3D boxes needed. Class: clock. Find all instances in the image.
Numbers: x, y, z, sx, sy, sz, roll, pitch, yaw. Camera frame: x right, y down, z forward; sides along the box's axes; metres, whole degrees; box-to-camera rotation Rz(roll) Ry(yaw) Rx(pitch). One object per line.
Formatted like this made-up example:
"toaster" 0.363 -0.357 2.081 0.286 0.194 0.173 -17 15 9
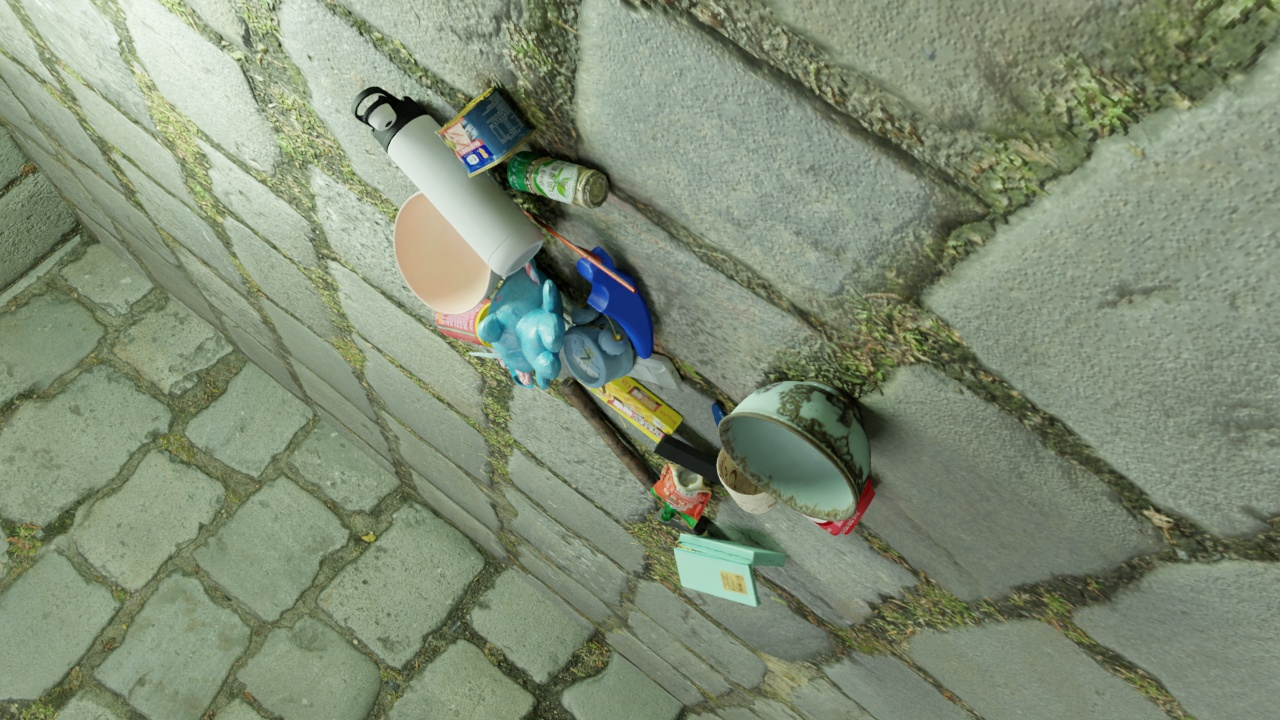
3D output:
"clock" -0.053 -0.020 1.120 0.089 0.051 0.125 41 142 26

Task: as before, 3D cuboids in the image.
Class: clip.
"clip" -0.220 -0.013 1.420 0.060 0.043 0.023 34 157 -22

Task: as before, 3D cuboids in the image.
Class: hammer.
"hammer" -0.024 0.151 1.426 0.330 0.033 0.120 52 155 -24

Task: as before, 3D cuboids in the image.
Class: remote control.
"remote control" -0.007 0.007 1.154 0.133 0.022 0.050 15 146 45
"remote control" 0.085 0.140 1.233 0.133 0.013 0.058 26 156 -2

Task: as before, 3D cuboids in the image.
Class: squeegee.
"squeegee" -0.027 -0.070 1.009 0.249 0.055 0.185 39 164 49

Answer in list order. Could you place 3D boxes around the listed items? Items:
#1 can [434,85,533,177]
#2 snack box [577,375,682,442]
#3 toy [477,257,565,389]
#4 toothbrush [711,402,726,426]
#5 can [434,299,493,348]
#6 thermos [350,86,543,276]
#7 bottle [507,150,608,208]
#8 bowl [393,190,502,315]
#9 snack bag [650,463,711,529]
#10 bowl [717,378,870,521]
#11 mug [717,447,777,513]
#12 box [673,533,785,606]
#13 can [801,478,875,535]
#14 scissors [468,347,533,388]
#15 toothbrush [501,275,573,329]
"can" -0.159 -0.229 0.923 0.059 0.053 0.100 50 154 -20
"snack box" -0.015 0.052 1.243 0.152 0.025 0.075 38 157 5
"toy" -0.139 -0.037 1.099 0.180 0.114 0.184 -123 37 -58
"toothbrush" 0.105 0.092 1.154 0.021 0.016 0.132 24 150 30
"can" -0.239 -0.058 1.325 0.124 0.066 0.067 13 145 46
"thermos" -0.208 -0.194 0.993 0.230 0.068 0.101 47 -171 2
"bottle" -0.082 -0.179 0.914 0.110 0.042 0.043 22 151 34
"bowl" -0.219 -0.138 1.114 0.153 0.076 0.153 11 114 26
"snack bag" 0.054 0.206 1.358 0.087 0.044 0.155 38 147 11
"bowl" 0.170 0.076 0.928 0.160 0.093 0.160 32 155 17
"mug" 0.159 0.146 1.119 0.122 0.081 0.097 3 153 14
"box" 0.128 0.323 1.398 0.077 0.091 0.189 14 172 -33
"can" 0.185 0.130 1.025 0.142 0.074 0.074 34 156 13
"scissors" -0.204 -0.012 1.388 0.130 0.014 0.117 38 137 -4
"toothbrush" -0.150 -0.094 1.189 0.188 0.019 0.018 40 150 0
